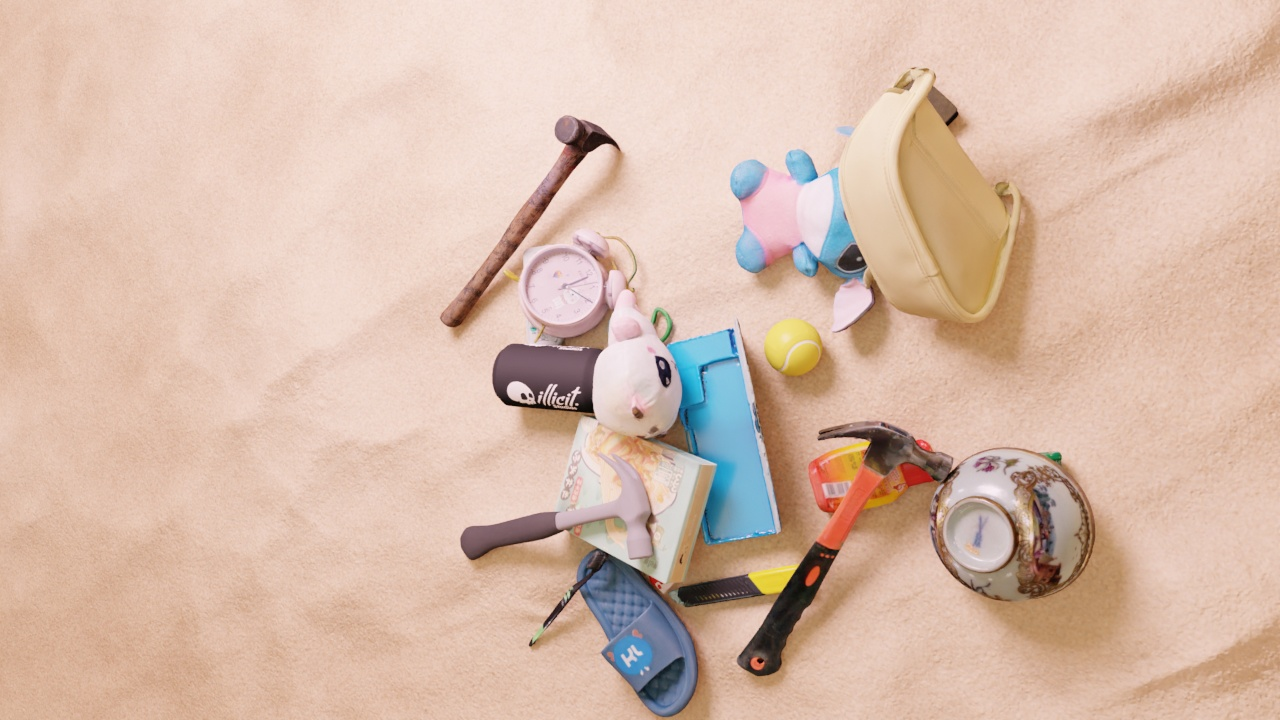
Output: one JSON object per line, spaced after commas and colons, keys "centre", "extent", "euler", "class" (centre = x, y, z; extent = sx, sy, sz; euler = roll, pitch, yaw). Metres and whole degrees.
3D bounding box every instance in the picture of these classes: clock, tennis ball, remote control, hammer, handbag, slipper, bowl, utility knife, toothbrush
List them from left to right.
{"centre": [-0.152, -0.168, 1.180], "extent": [0.033, 0.119, 0.331], "euler": [48, 112, 19], "class": "hammer"}
{"centre": [-0.124, -0.082, 1.187], "extent": [0.050, 0.022, 0.133], "euler": [-5, 84, 21], "class": "remote control"}
{"centre": [-0.114, 0.195, 1.113], "extent": [0.312, 0.029, 0.125], "euler": [-19, 73, 37], "class": "hammer"}
{"centre": [-0.094, 0.293, 1.123], "extent": [0.188, 0.017, 0.014], "euler": [-53, 31, 26], "class": "toothbrush"}
{"centre": [-0.079, -0.097, 1.140], "extent": [0.158, 0.059, 0.117], "euler": [-26, 85, -2], "class": "clock"}
{"centre": [-0.008, 0.317, 1.085], "extent": [0.104, 0.059, 0.213], "euler": [-42, 68, 21], "class": "slipper"}
{"centre": [0.113, 0.264, 1.068], "extent": [0.174, 0.020, 0.028], "euler": [-14, 79, 18], "class": "utility knife"}
{"centre": [0.174, -0.015, 1.044], "extent": [0.065, 0.065, 0.065], "euler": [-2, 85, 21], "class": "tennis ball"}
{"centre": [0.197, 0.214, 1.002], "extent": [0.133, 0.033, 0.334], "euler": [27, 108, 6], "class": "hammer"}
{"centre": [0.272, -0.240, 1.052], "extent": [0.178, 0.027, 0.084], "euler": [-46, 73, 17], "class": "handbag"}
{"centre": [0.296, -0.162, 0.950], "extent": [0.190, 0.233, 0.089], "euler": [-55, 27, -16], "class": "handbag"}
{"centre": [0.355, 0.169, 0.917], "extent": [0.160, 0.093, 0.160], "euler": [0, 90, 43], "class": "bowl"}

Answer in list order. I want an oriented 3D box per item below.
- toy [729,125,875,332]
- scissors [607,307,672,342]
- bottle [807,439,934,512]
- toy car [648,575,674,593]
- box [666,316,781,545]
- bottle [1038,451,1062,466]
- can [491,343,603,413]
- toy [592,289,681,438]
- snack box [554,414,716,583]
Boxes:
{"centre": [0.196, -0.148, 1.034], "extent": [0.192, 0.098, 0.224], "euler": [5, 103, 26], "class": "toy"}
{"centre": [-0.008, -0.008, 1.142], "extent": [0.112, 0.012, 0.131], "euler": [19, 94, 24], "class": "scissors"}
{"centre": [0.256, 0.124, 1.009], "extent": [0.134, 0.048, 0.071], "euler": [-17, 81, 19], "class": "bottle"}
{"centre": [0.011, 0.236, 1.107], "extent": [0.089, 0.025, 0.038], "euler": [44, 101, 19], "class": "toy car"}
{"centre": [0.095, 0.083, 1.040], "extent": [0.114, 0.113, 0.243], "euler": [-14, 80, 19], "class": "box"}
{"centre": [0.420, 0.150, 0.948], "extent": [0.043, 0.042, 0.110], "euler": [-8, 83, 20], "class": "bottle"}
{"centre": [-0.104, 0.022, 1.139], "extent": [0.146, 0.080, 0.080], "euler": [4, 87, 22], "class": "can"}
{"centre": [-0.006, 0.006, 1.062], "extent": [0.101, 0.139, 0.179], "euler": [-10, 66, 14], "class": "toy"}
{"centre": [-0.011, 0.159, 1.083], "extent": [0.194, 0.044, 0.141], "euler": [19, 95, 40], "class": "snack box"}
